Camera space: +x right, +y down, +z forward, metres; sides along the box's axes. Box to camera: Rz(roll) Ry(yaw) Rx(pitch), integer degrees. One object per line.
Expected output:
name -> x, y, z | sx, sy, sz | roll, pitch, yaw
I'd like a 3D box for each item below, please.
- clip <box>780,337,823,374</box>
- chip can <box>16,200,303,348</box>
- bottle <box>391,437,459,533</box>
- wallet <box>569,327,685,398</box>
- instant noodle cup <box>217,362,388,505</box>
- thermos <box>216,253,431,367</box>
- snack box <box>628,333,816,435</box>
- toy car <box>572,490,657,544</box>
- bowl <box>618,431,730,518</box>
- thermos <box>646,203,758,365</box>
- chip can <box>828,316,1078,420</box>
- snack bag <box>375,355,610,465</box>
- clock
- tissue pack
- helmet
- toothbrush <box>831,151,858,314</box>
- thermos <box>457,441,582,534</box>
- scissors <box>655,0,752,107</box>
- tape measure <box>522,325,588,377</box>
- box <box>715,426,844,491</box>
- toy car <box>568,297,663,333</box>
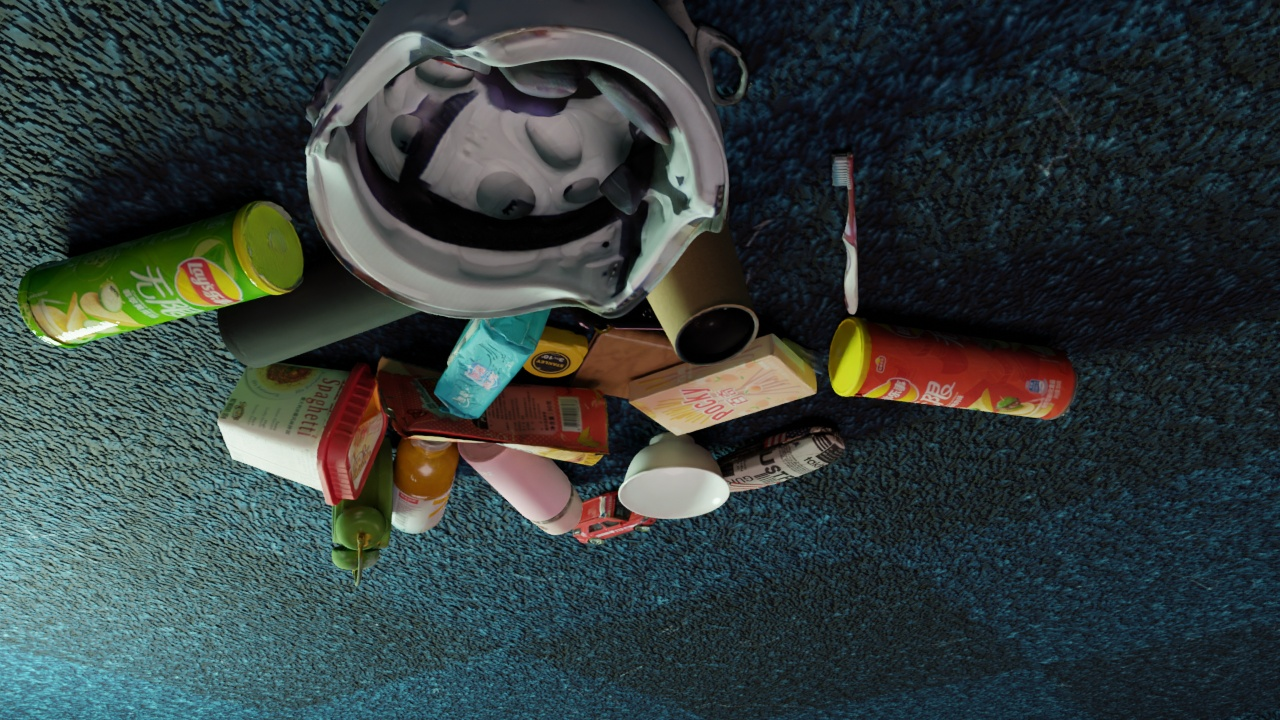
clip -> 0.147, -0.005, 0.857 | 0.058, 0.026, 0.038 | 27, 144, -28
chip can -> -0.375, -0.064, 0.714 | 0.221, 0.072, 0.072 | -11, 144, 15
bottle -> -0.233, 0.121, 0.984 | 0.068, 0.067, 0.190 | 9, 143, -15
wallet -> -0.005, 0.005, 0.871 | 0.101, 0.020, 0.116 | 11, 146, -15
instant noodle cup -> -0.317, 0.060, 0.868 | 0.124, 0.116, 0.117 | 13, 143, -1
thermos -> -0.222, -0.052, 0.722 | 0.243, 0.089, 0.068 | -16, 127, 21
snack box -> 0.075, 0.025, 0.857 | 0.158, 0.026, 0.084 | -20, 143, 31
toy car -> -0.032, 0.182, 1.089 | 0.121, 0.052, 0.045 | -21, 138, 28
bowl -> 0.035, 0.116, 0.988 | 0.118, 0.064, 0.118 | -1, 145, -1
thermos -> 0.034, -0.068, 0.671 | 0.093, 0.143, 0.093 | -10, 141, -9
chip can -> 0.284, 0.010, 0.839 | 0.216, 0.073, 0.073 | 8, 144, -13
snack bag -> -0.135, 0.048, 0.850 | 0.207, 0.128, 0.073 | 10, 112, -24
clock -> -0.289, 0.153, 0.950 | 0.056, 0.161, 0.116 | 1, 146, -20
tissue pack -> -0.122, -0.018, 0.765 | 0.050, 0.093, 0.134 | 31, 135, -14
helmet -> -0.074, -0.140, 0.553 | 0.229, 0.145, 0.259 | 24, 146, -29
toothbrush -> 0.164, -0.096, 0.734 | 0.017, 0.016, 0.188 | -1, 145, 13
thermos -> -0.131, 0.125, 1.003 | 0.087, 0.067, 0.199 | 18, 157, 30
scissors -> 0.015, -0.216, 0.562 | 0.164, 0.014, 0.164 | 24, 137, -30
tape measure -> -0.081, -0.010, 0.836 | 0.060, 0.028, 0.057 | 12, 142, -20
box -> 0.145, 0.113, 1.003 | 0.165, 0.051, 0.068 | -27, 157, 31
toy car -> -0.002, -0.050, 0.778 | 0.122, 0.037, 0.056 | 1, 144, 18
